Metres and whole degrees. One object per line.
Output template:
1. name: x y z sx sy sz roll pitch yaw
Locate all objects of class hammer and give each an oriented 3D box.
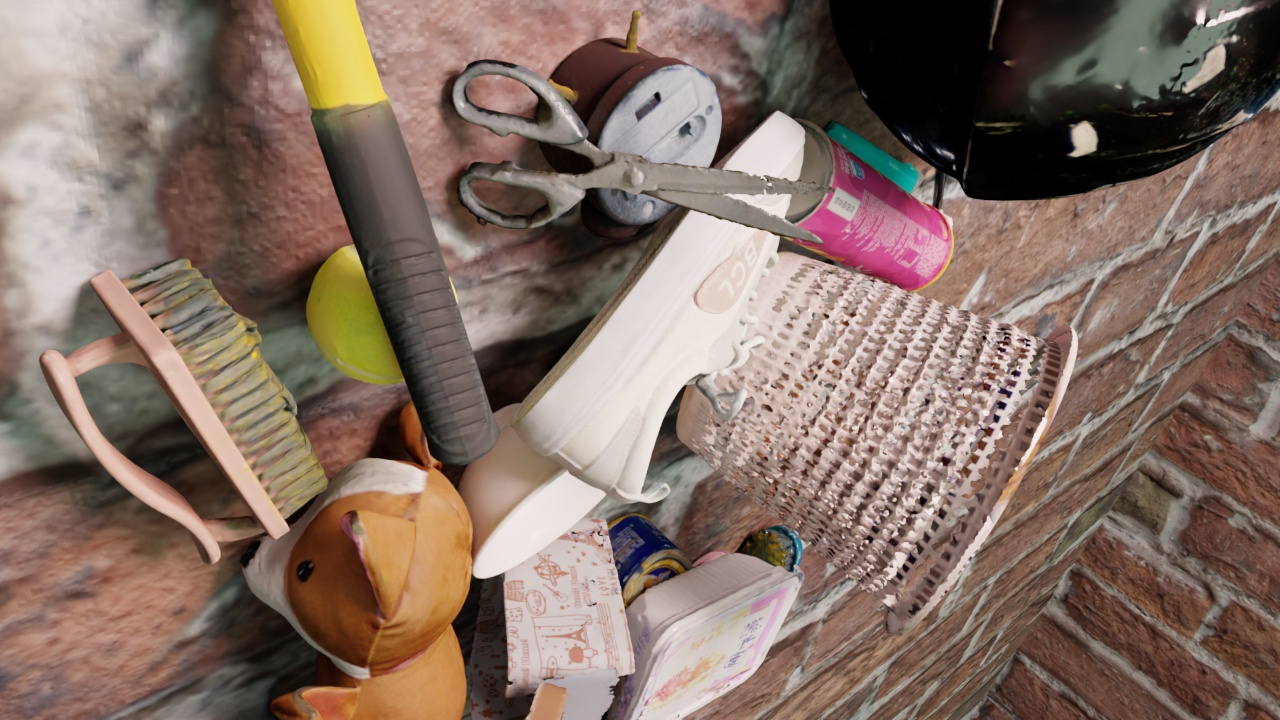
1. hammer: -0.103 -0.089 0.322 0.128 0.033 0.301 -30 125 -27

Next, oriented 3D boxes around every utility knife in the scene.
1. utility knife: 0.170 -0.144 0.670 0.151 0.013 0.029 10 112 -50

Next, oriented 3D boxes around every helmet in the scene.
1. helmet: 0.247 -0.206 0.505 0.275 0.229 0.234 -6 140 5

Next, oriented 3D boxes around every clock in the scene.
1. clock: -0.003 -0.108 0.466 0.082 0.055 0.122 -43 147 -13

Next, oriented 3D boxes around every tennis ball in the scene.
1. tennis ball: -0.115 -0.022 0.410 0.065 0.065 0.066 -30 141 -28

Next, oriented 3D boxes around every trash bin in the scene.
1. trash bin: 0.139 0.034 0.611 0.227 0.192 0.228 -56 167 -20

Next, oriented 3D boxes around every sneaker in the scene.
1. sneaker: 0.037 -0.031 0.492 0.241 0.090 0.090 -54 -169 -20

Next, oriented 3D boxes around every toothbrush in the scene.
1. toothbrush: 0.246 -0.166 0.734 0.015 0.018 0.181 -36 143 -16

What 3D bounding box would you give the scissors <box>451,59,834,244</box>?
1. scissors: -0.007 -0.087 0.404 0.156 0.169 0.014 54 36 -22

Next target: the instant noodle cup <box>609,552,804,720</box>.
1. instant noodle cup: 0.043 0.222 0.743 0.173 0.060 0.138 -13 132 -44

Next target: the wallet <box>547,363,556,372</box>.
1. wallet: -0.004 0.003 0.596 0.115 0.033 0.090 -39 144 -22

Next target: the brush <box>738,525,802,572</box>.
1. brush: 0.121 0.229 0.934 0.073 0.055 0.144 3 120 -50

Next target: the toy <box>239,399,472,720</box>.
1. toy: -0.144 0.128 0.484 0.130 0.140 0.200 13 121 -12

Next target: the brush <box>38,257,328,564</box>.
1. brush: -0.184 0.031 0.386 0.072 0.063 0.146 -37 146 -26

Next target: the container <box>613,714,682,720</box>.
1. container: -0.027 0.317 0.801 0.111 0.090 0.090 -30 143 -10

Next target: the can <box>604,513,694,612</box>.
1. can: 0.005 0.183 0.762 0.074 0.049 0.148 -42 145 -12

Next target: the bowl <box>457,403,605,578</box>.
1. bowl: -0.068 0.065 0.538 0.118 0.064 0.118 -38 163 -14

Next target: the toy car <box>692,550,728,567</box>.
1. toy car: 0.046 0.225 0.844 0.122 0.056 0.037 -39 148 -16

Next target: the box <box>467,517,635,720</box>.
1. box: -0.069 0.243 0.557 0.105 0.260 0.179 4 125 -14

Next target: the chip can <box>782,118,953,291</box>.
1. chip can: 0.146 -0.100 0.631 0.210 0.071 0.071 11 113 -52
